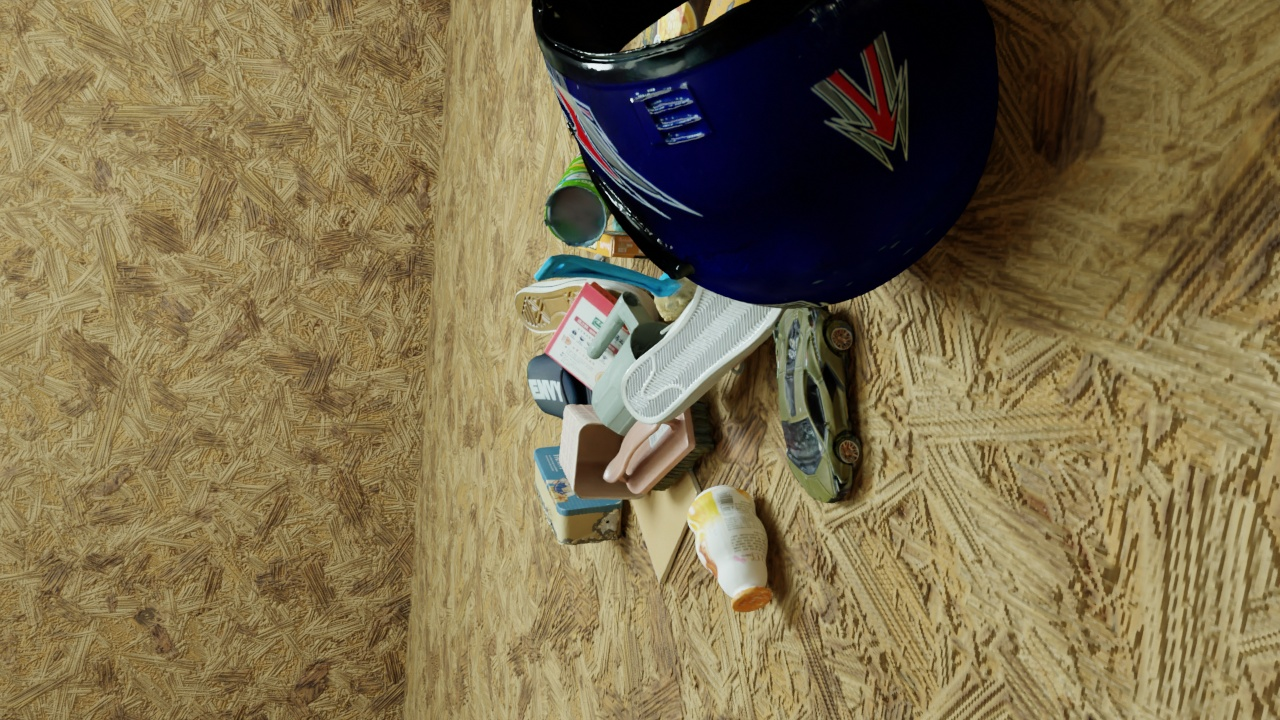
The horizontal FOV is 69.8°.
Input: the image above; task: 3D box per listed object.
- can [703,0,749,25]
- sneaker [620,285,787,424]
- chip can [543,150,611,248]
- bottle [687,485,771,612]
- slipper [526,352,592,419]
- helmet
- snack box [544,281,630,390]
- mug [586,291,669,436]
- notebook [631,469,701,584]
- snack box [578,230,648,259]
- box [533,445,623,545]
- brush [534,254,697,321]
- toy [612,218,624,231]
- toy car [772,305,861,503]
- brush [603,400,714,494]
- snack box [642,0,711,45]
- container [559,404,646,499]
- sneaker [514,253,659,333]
[{"bbox_3d":[0.093,-0.321,0.826,0.058,0.058,0.146,-108,29,-43],"label":"can"},{"bbox_3d":[0.082,-0.035,0.821,0.089,0.090,0.243,50,123,17],"label":"sneaker"},{"bbox_3d":[-0.054,-0.206,1.062,0.235,0.072,0.072,-77,1,-60],"label":"chip can"},{"bbox_3d":[0.081,0.164,0.801,0.108,0.063,0.063,-108,29,-42],"label":"bottle"},{"bbox_3d":[-0.117,0.039,1.284,0.268,0.083,0.111,-167,64,-72],"label":"slipper"},{"bbox_3d":[0.078,-0.167,0.592,0.240,0.247,0.315,53,180,-39],"label":"helmet"},{"bbox_3d":[-0.035,-0.023,1.049,0.044,0.113,0.127,-47,-5,-48],"label":"snack box"},{"bbox_3d":[-0.006,0.006,0.976,0.124,0.083,0.104,57,137,20],"label":"mug"},{"bbox_3d":[0.015,0.128,1.054,0.207,0.008,0.148,-113,32,-47],"label":"notebook"},{"bbox_3d":[-0.024,-0.139,1.089,0.154,0.075,0.026,-151,64,-67],"label":"snack box"},{"bbox_3d":[-0.085,0.169,1.201,0.184,0.089,0.059,-130,40,-58],"label":"box"},{"bbox_3d":[0.000,-0.072,0.819,0.083,0.254,0.046,-45,63,29],"label":"brush"},{"bbox_3d":[-0.001,-0.176,1.048,0.092,0.096,0.030,-37,79,44],"label":"toy"},{"bbox_3d":[0.135,0.032,0.711,0.070,0.042,0.158,149,118,-66],"label":"toy car"},{"bbox_3d":[0.015,0.093,0.952,0.146,0.073,0.063,-51,39,48],"label":"brush"},{"bbox_3d":[0.049,-0.372,0.968,0.113,0.053,0.126,-113,27,-48],"label":"snack box"},{"bbox_3d":[-0.046,0.103,1.083,0.111,0.089,0.090,-144,59,-69],"label":"container"},{"bbox_3d":[-0.056,-0.073,1.142,0.241,0.087,0.118,6,121,47],"label":"sneaker"}]
